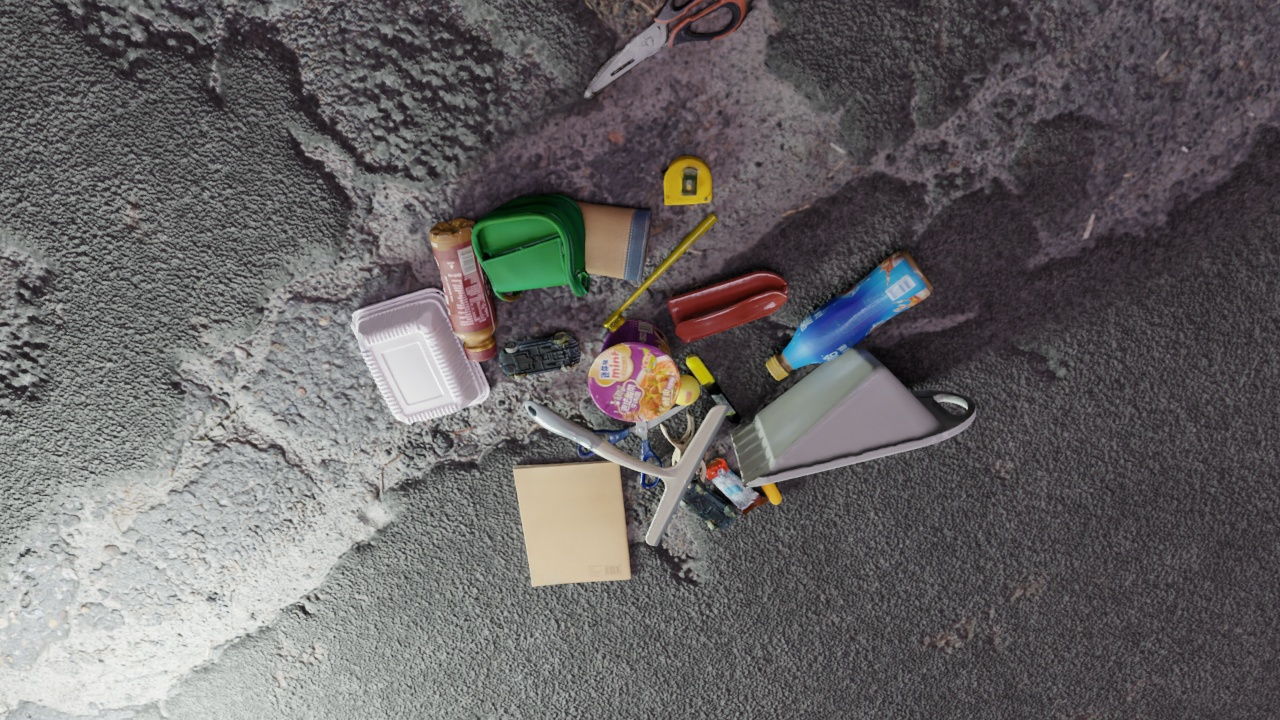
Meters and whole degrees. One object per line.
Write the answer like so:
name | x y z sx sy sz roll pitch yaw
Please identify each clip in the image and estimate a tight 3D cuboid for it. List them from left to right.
clip | 0.060 0.120 1.234 0.076 0.035 0.101 -22 114 -9

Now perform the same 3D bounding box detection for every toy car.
toy car | -0.129 -0.008 1.177 0.105 0.031 0.049 -10 116 6
toy car | 0.093 0.199 1.279 0.090 0.034 0.043 37 116 -14

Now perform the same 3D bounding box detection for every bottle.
bottle | -0.212 -0.083 1.124 0.057 0.057 0.175 -6 117 5
bottle | 0.250 -0.047 1.126 0.219 0.065 0.065 -37 111 20

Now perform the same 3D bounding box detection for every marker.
marker | 0.097 0.039 1.206 0.018 0.015 0.124 -31 116 12
marker | 0.162 0.148 1.261 0.018 0.015 0.124 -25 112 17

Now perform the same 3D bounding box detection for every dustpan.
dustpan | 0.259 0.085 1.114 0.258 0.222 0.142 -42 98 9

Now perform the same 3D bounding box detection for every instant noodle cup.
instant noodle cup | -0.285 0.005 1.174 0.138 0.060 0.173 -15 118 9
instant noodle cup | -0.007 0.007 1.143 0.111 0.099 0.112 1 117 1

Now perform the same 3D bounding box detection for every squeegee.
squeegee | -0.044 0.113 1.205 0.246 0.039 0.247 25 117 1

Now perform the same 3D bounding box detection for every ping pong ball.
ping pong ball | 0.057 0.038 1.190 0.040 0.040 0.040 1 118 1

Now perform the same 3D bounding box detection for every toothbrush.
toothbrush | 0.025 -0.105 1.113 0.016 0.015 0.190 39 103 -23

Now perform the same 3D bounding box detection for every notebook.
notebook | -0.095 0.237 1.318 0.149 0.012 0.212 -4 118 2

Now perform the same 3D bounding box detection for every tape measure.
tape measure | 0.055 -0.207 1.067 0.060 0.028 0.057 -2 117 3

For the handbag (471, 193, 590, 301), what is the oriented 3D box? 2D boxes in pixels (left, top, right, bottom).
handbag | -0.125 -0.128 1.075 0.131 0.067 0.120 -3 117 22

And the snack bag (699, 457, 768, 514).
snack bag | 0.128 0.174 1.268 0.045 0.026 0.105 -37 111 24

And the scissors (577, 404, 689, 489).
scissors | -0.007 0.102 1.239 0.162 0.012 0.176 -8 114 3

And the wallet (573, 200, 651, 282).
wallet | -0.047 -0.144 1.103 0.115 0.033 0.090 7 115 -1

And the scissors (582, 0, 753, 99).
scissors | 0.032 -0.344 1.002 0.177 0.015 0.211 16 118 -8

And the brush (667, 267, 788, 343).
brush | 0.110 -0.067 1.117 0.146 0.069 0.063 -18 117 11
